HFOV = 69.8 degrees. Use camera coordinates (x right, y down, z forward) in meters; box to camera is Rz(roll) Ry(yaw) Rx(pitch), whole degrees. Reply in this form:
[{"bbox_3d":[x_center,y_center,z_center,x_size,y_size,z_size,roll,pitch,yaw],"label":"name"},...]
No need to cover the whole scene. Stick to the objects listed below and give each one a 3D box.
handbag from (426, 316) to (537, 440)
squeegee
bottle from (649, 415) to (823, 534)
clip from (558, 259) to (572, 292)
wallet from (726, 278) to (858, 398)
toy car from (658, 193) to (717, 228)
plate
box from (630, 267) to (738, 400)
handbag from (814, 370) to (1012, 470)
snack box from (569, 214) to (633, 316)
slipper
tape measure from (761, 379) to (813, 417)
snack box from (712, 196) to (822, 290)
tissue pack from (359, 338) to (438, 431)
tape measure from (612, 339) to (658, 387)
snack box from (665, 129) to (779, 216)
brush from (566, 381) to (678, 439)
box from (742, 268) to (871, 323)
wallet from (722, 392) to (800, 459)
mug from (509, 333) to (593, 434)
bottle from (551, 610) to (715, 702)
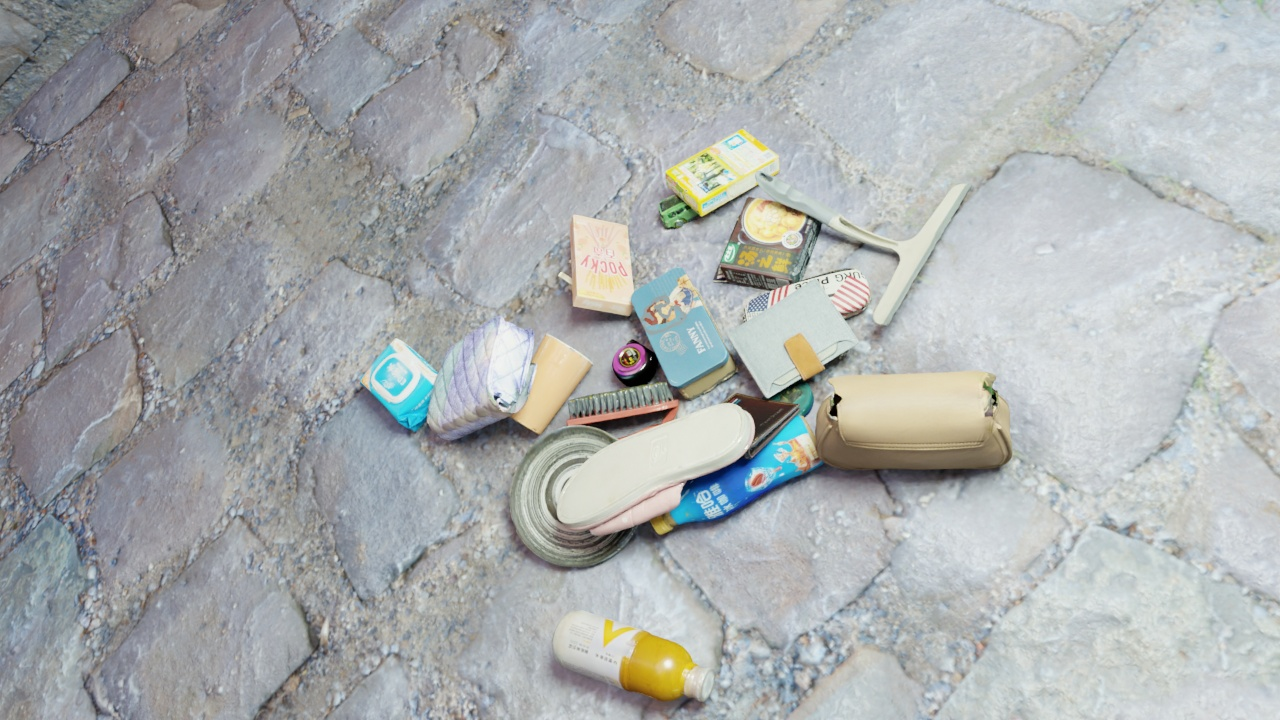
[{"bbox_3d":[-0.213,0.028,1.244,0.194,0.075,0.134,-23,49,52],"label":"handbag"},{"bbox_3d":[0.253,-0.179,1.168,0.247,0.039,0.246,28,66,17],"label":"squeegee"},{"bbox_3d":[0.110,0.142,1.082,0.219,0.065,0.065,-30,55,9],"label":"bottle"},{"bbox_3d":[-0.075,-0.108,1.303,0.035,0.092,0.103,-50,44,-8],"label":"clip"},{"bbox_3d":[0.184,-0.025,1.111,0.130,0.037,0.106,-32,65,7],"label":"wallet"},{"bbox_3d":[0.069,-0.224,1.317,0.091,0.036,0.043,-22,55,9],"label":"toy car"},{"bbox_3d":[-0.079,0.172,1.163,0.180,0.024,0.179,-4,76,16],"label":"plate"},{"bbox_3d":[0.058,-0.031,1.203,0.090,0.059,0.184,-32,53,7],"label":"box"},{"bbox_3d":[0.291,0.062,0.986,0.205,0.148,0.099,-2,65,14],"label":"handbag"},{"bbox_3d":[-0.055,-0.135,1.292,0.084,0.026,0.157,9,50,-19],"label":"snack box"},{"bbox_3d":[0.018,0.133,1.080,0.275,0.054,0.114,-28,37,23],"label":"slipper"},{"bbox_3d":[0.183,0.047,1.123,0.054,0.025,0.058,-48,55,-3],"label":"tape measure"},{"bbox_3d":[0.166,-0.154,1.227,0.126,0.053,0.113,14,71,25],"label":"snack box"},{"bbox_3d":[-0.349,0.035,1.357,0.140,0.063,0.090,36,83,35],"label":"tissue pack"},{"bbox_3d":[-0.007,0.007,1.226,0.057,0.039,0.057,31,75,34],"label":"tape measure"},{"bbox_3d":[0.116,-0.267,1.295,0.140,0.034,0.087,-30,53,-16],"label":"snack box"},{"bbox_3d":[-0.019,0.070,1.189,0.146,0.063,0.069,-11,90,19],"label":"brush"},{"bbox_3d":[0.212,-0.067,1.165,0.164,0.057,0.070,-16,43,15],"label":"box"},{"bbox_3d":[0.122,0.077,1.094,0.096,0.020,0.122,-41,23,-21],"label":"wallet"},{"bbox_3d":[-0.129,0.035,1.250,0.078,0.078,0.122,29,84,34],"label":"mug"},{"bbox_3d":[-0.009,0.336,1.032,0.190,0.068,0.068,9,68,29],"label":"bottle"}]
